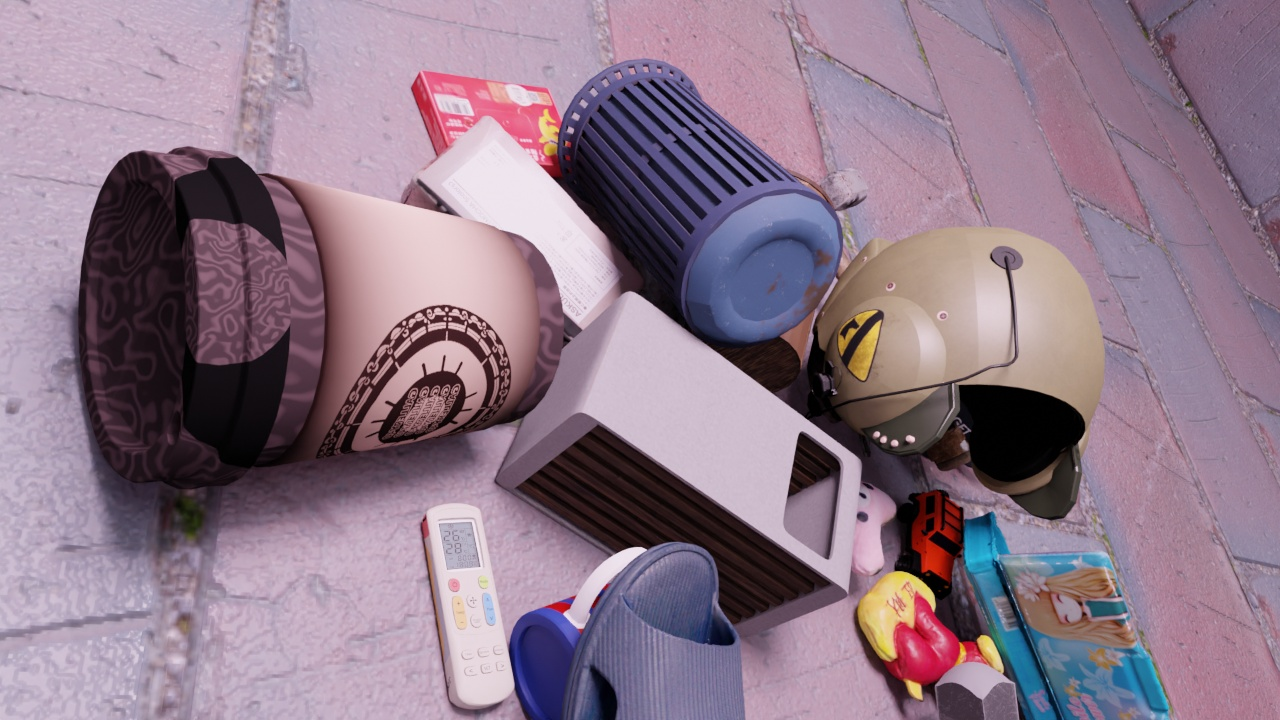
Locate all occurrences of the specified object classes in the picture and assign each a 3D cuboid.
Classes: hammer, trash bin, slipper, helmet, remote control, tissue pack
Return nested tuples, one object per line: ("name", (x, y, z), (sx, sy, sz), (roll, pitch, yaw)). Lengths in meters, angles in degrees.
("hammer", (0.233, -0.035, 0.913), (0.048, 0.122, 0.318), (-24, 83, -48))
("trash bin", (0.035, 0.080, 0.658), (0.229, 0.115, 0.114), (36, 45, -16))
("slipper", (0.009, 0.230, 0.492), (0.101, 0.083, 0.263), (23, 74, -39))
("helmet", (0.248, 0.007, 0.766), (0.250, 0.256, 0.232), (23, 58, -28))
("hammer", (0.155, 0.326, 0.634), (0.321, 0.043, 0.156), (-7, 91, -34))
("remote control", (-0.107, 0.148, 0.564), (0.038, 0.018, 0.125), (4, 59, -39))
("trash bin", (0.042, -0.124, 0.714), (0.139, 0.139, 0.249), (11, 29, -35))
("tissue pack", (-0.088, -0.093, 0.719), (0.181, 0.071, 0.103), (43, 58, -7))

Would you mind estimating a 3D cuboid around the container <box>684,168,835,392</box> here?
("container", (0.100, -0.066, 0.812), (0.132, 0.133, 0.166), (30, 52, -22))

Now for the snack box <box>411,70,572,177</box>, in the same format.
("snack box", (-0.121, -0.201, 0.787), (0.132, 0.021, 0.089), (-6, 67, -43))

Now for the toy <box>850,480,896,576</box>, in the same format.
("toy", (0.174, 0.130, 0.791), (0.096, 0.053, 0.098), (35, 40, 1))

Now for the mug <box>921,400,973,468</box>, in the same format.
("mug", (0.333, 0.068, 0.947), (0.105, 0.078, 0.071), (47, 43, -5))

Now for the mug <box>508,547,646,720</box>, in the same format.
("mug", (-0.024, 0.164, 0.557), (0.076, 0.112, 0.075), (-8, 32, -43))

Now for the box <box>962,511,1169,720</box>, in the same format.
("box", (0.345, 0.252, 0.767), (0.083, 0.172, 0.227), (-25, 97, -8))

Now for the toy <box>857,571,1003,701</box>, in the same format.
("toy", (0.241, 0.240, 0.767), (0.137, 0.067, 0.105), (38, 46, -3))

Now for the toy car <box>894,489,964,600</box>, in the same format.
("toy car", (0.270, 0.167, 0.847), (0.051, 0.049, 0.100), (34, 45, -18))

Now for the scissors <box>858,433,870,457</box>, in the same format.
("scissors", (0.224, 0.026, 0.931), (0.090, 0.014, 0.171), (0, 60, -39))

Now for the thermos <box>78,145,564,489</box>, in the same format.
("thermos", (-0.170, -0.021, 0.525), (0.225, 0.173, 0.172), (-1, 63, -48))
